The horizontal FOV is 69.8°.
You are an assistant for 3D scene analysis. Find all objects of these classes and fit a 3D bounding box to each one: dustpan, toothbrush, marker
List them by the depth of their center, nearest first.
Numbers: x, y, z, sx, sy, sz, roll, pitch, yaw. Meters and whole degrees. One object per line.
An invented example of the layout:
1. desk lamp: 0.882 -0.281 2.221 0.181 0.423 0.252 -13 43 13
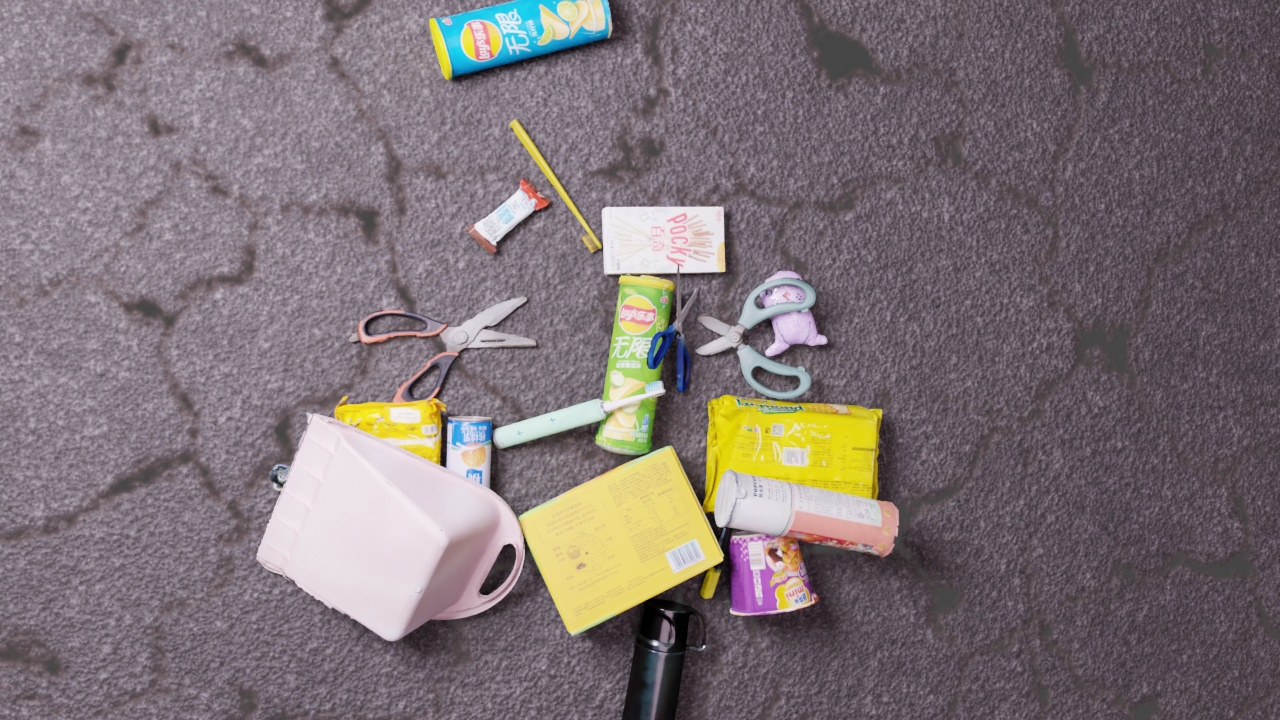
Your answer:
1. dustpan: -0.284 0.204 1.080 0.273 0.138 0.223 36 112 12
2. toothbrush: -0.075 0.066 1.108 0.225 0.026 0.027 -17 70 14
3. toothbrush: -0.107 -0.217 1.150 0.016 0.016 0.190 -34 97 -3
4. marker: 0.098 0.252 1.172 0.015 0.018 0.124 0 115 -33

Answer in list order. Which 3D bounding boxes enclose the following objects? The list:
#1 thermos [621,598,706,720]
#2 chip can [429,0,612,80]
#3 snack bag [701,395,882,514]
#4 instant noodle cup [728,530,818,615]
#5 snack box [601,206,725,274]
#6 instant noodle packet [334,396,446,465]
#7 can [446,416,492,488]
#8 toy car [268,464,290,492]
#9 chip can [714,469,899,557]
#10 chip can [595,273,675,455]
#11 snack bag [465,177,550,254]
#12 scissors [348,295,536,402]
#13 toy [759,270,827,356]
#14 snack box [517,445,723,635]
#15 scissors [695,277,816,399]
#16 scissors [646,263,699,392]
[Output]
1. thermos: 0.025 0.429 1.154 0.090 0.068 0.242 11 88 -7
2. chip can: -0.144 -0.401 1.113 0.210 0.071 0.071 -18 94 -11
3. snack bag: 0.200 0.130 1.189 0.246 0.068 0.158 4 89 -10
4. instant noodle cup: 0.161 0.264 1.168 0.111 0.112 0.099 -8 82 -11
5. snack box: 0.030 -0.153 1.173 0.156 0.027 0.084 -2 91 -11
6. instant noodle packet: -0.296 0.095 1.096 0.128 0.044 0.111 0 105 -9
7. can: -0.208 0.136 1.113 0.053 0.053 0.134 2 90 -12
8. toy car: -0.393 0.150 1.083 0.090 0.043 0.034 31 57 -13
9. chip can: 0.203 0.187 1.119 0.214 0.071 0.071 12 88 -10
10. chip can: -0.007 0.007 1.143 0.072 0.072 0.221 9 89 -12
11. snack bag: -0.163 -0.179 1.133 0.048 0.026 0.104 44 83 -2
12. scissors: -0.242 -0.020 1.125 0.189 0.015 0.226 37 83 -9
13. toy: 0.191 -0.064 1.200 0.084 0.039 0.108 -16 95 -3
14. snack box: -0.026 0.218 1.128 0.210 0.070 0.157 -25 84 -9
15. scissors: 0.164 -0.041 1.178 0.170 0.019 0.181 31 102 3
16. scissors: 0.046 -0.033 1.143 0.012 0.172 0.162 7 131 24
